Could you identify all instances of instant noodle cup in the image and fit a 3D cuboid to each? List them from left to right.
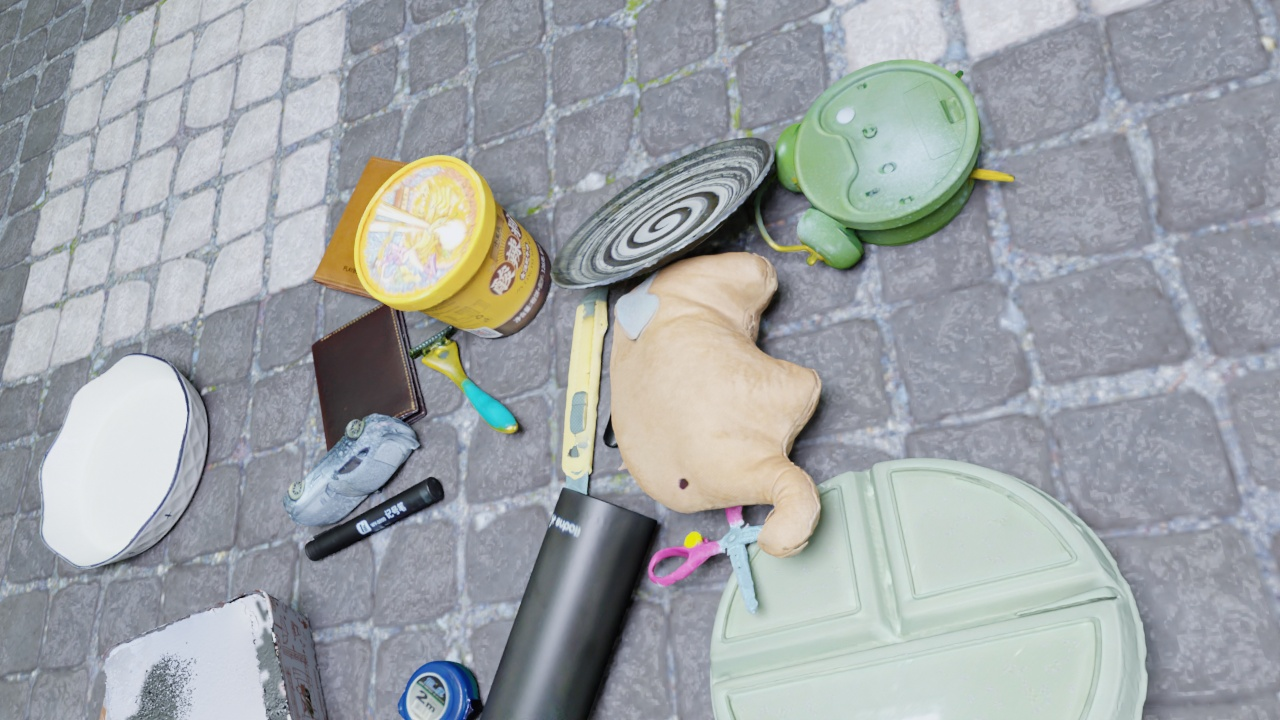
[{"bbox_3d":[-0.138,-0.078,0.710,0.119,0.114,0.118,-11,66,25],"label":"instant noodle cup"}]

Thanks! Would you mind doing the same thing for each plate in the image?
[{"bbox_3d":[-0.492,0.096,0.879,0.205,0.045,0.204,-10,66,24],"label":"plate"},{"bbox_3d":[0.016,-0.099,0.646,0.180,0.024,0.179,-27,26,14],"label":"plate"},{"bbox_3d":[0.137,0.147,0.486,0.231,0.027,0.229,-22,43,22],"label":"plate"}]

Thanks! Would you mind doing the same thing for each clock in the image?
[{"bbox_3d":[0.149,-0.125,0.607,0.161,0.056,0.116,-23,61,19],"label":"clock"}]

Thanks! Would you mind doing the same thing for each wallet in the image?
[{"bbox_3d":[-0.236,0.015,0.787,0.096,0.020,0.122,-28,59,11],"label":"wallet"},{"bbox_3d":[-0.229,-0.118,0.826,0.119,0.035,0.130,14,76,38],"label":"wallet"}]

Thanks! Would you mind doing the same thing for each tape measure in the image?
[{"bbox_3d":[-0.139,0.240,0.644,0.058,0.025,0.054,28,84,29],"label":"tape measure"}]

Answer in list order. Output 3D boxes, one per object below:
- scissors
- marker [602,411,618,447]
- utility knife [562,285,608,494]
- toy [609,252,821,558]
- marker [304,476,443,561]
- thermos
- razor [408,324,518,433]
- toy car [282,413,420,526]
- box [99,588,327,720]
[{"bbox_3d":[0.057,0.103,0.566,0.134,0.017,0.131,-22,35,43],"label":"scissors"},{"bbox_3d":[-0.004,0.004,0.666,0.018,0.015,0.123,11,79,35],"label":"marker"},{"bbox_3d":[-0.041,0.042,0.676,0.031,0.021,0.208,-9,72,32],"label":"utility knife"},{"bbox_3d":[0.045,0.034,0.579,0.144,0.082,0.225,-36,51,27],"label":"toy"},{"bbox_3d":[-0.213,0.127,0.732,0.132,0.020,0.022,-28,31,18],"label":"marker"},{"bbox_3d":[-0.051,0.208,0.582,0.090,0.068,0.242,11,78,39],"label":"thermos"},{"bbox_3d":[-0.133,0.021,0.722,0.043,0.028,0.132,-33,50,-23],"label":"razor"},{"bbox_3d":[-0.230,0.091,0.733,0.121,0.054,0.036,-42,56,9],"label":"toy car"},{"bbox_3d":[-0.345,0.306,0.680,0.272,0.132,0.179,-36,58,18],"label":"box"}]
